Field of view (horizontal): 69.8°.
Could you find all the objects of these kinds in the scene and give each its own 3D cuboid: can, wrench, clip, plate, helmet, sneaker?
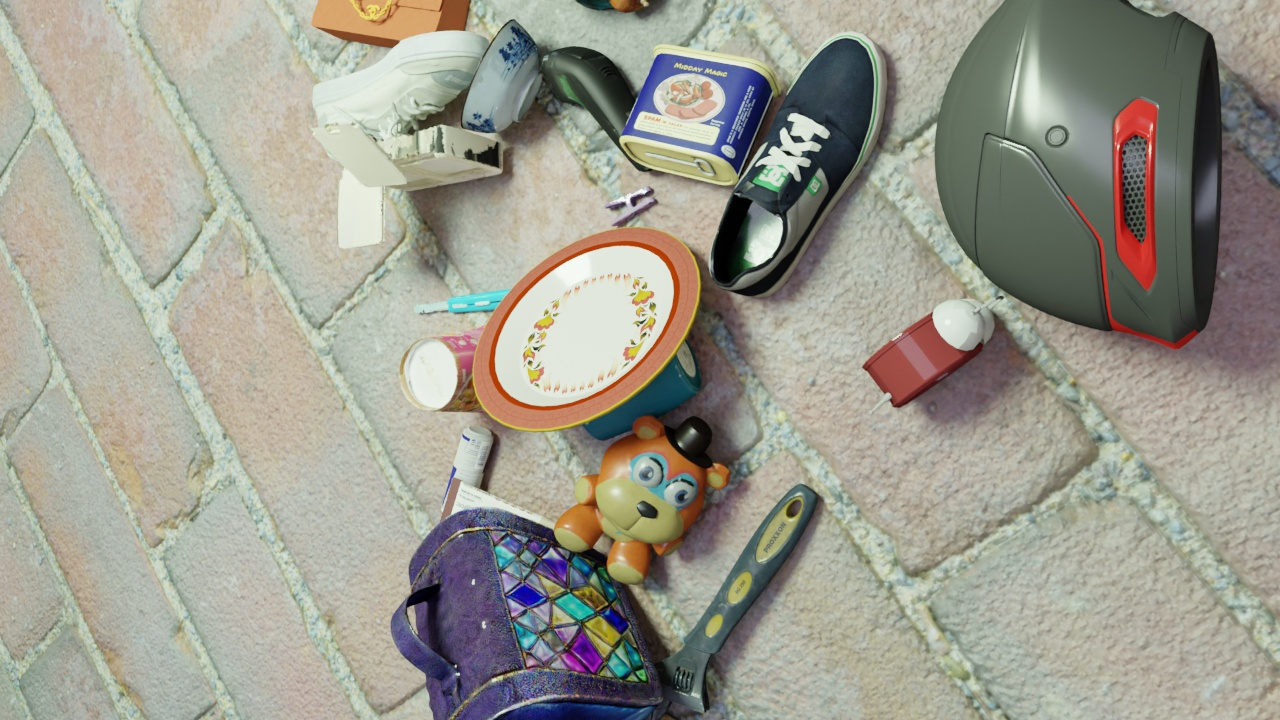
[{"bbox_3d":[0.049,-0.211,0.791,0.116,0.056,0.092,19,82,25],"label":"can"},{"bbox_3d":[0.074,0.224,0.816,0.073,0.022,0.273,36,101,22],"label":"wrench"},{"bbox_3d":[-0.009,-0.145,0.865,0.052,0.013,0.035,-20,84,24],"label":"clip"},{"bbox_3d":[-0.048,-0.029,0.821,0.230,0.021,0.229,-19,45,20],"label":"plate"},{"bbox_3d":[0.290,-0.141,0.625,0.170,0.163,0.265,4,103,38],"label":"helmet"},{"bbox_3d":[0.127,-0.160,0.756,0.084,0.079,0.235,32,105,24],"label":"sneaker"},{"bbox_3d":[-0.179,0.116,0.951,0.032,0.032,0.095,23,102,25],"label":"can"},{"bbox_3d":[-0.242,-0.262,0.941,0.243,0.089,0.090,-9,88,34],"label":"sneaker"}]

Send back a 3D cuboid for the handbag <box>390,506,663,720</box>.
[{"bbox_3d":[-0.111,0.247,0.794,0.126,0.222,0.204,-50,39,19],"label":"handbag"}]

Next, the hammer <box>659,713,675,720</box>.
[{"bbox_3d":[-0.033,0.472,0.888,0.158,0.037,0.301,27,104,24],"label":"hammer"}]

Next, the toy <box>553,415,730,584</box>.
[{"bbox_3d":[0.004,0.119,0.825,0.112,0.096,0.176,33,103,-7],"label":"toy"}]

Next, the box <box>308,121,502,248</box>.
[{"bbox_3d":[-0.242,-0.163,0.879,0.144,0.192,0.106,-3,88,34],"label":"box"}]

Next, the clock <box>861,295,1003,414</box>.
[{"bbox_3d":[0.226,-0.009,0.707,0.125,0.087,0.044,-41,75,25],"label":"clock"}]

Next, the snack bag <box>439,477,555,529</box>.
[{"bbox_3d":[-0.126,0.171,0.923,0.158,0.013,0.057,20,101,11],"label":"snack bag"}]

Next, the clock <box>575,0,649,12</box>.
[{"bbox_3d":[-0.029,-0.381,0.831,0.158,0.073,0.121,27,104,23],"label":"clock"}]

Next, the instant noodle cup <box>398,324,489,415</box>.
[{"bbox_3d":[-0.173,0.011,0.902,0.098,0.108,0.097,1,93,27],"label":"instant noodle cup"}]

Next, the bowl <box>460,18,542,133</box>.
[{"bbox_3d":[-0.125,-0.262,0.876,0.045,0.114,0.114,28,106,-4],"label":"bowl"}]

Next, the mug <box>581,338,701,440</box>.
[{"bbox_3d":[-0.005,0.005,0.838,0.104,0.084,0.112,-22,53,20],"label":"mug"}]

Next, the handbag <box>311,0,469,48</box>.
[{"bbox_3d":[-0.262,-0.390,0.961,0.172,0.060,0.109,18,96,26],"label":"handbag"}]

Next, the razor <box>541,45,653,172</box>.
[{"bbox_3d":[-0.034,-0.234,0.859,0.151,0.053,0.067,54,140,7],"label":"razor"}]

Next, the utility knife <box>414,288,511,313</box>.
[{"bbox_3d":[-0.176,-0.058,0.954,0.152,0.015,0.022,-6,115,29],"label":"utility knife"}]
